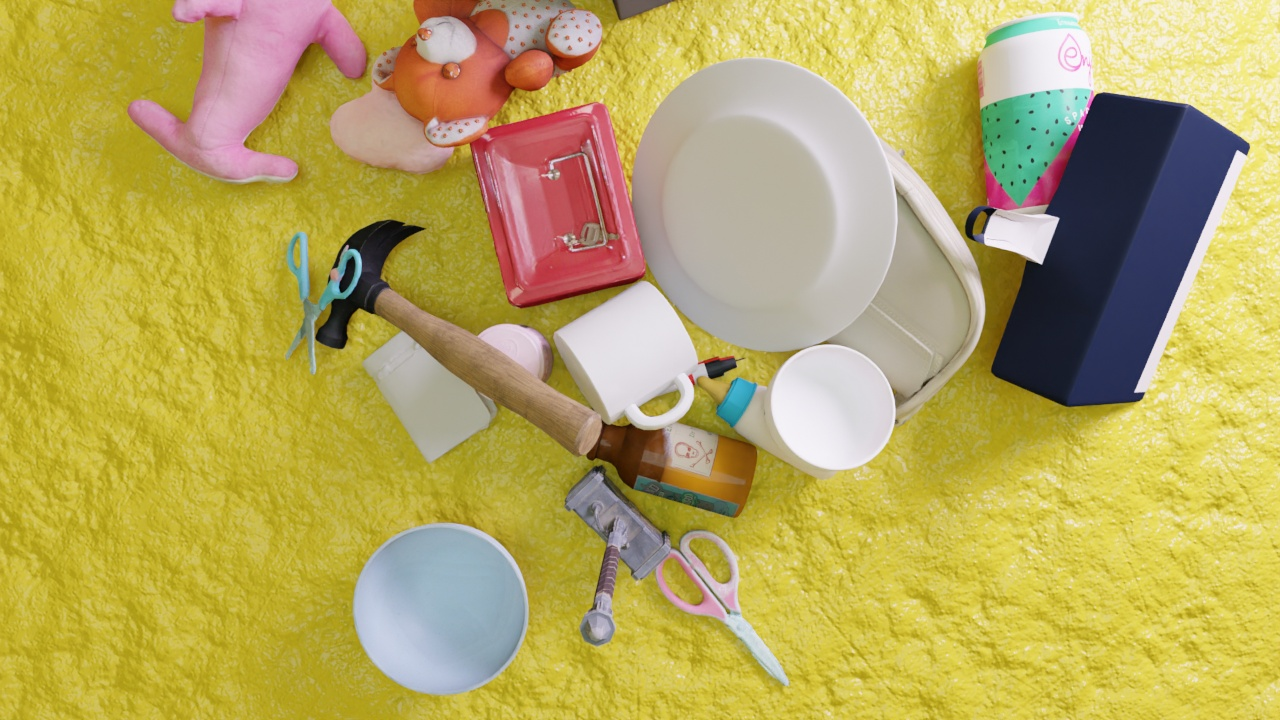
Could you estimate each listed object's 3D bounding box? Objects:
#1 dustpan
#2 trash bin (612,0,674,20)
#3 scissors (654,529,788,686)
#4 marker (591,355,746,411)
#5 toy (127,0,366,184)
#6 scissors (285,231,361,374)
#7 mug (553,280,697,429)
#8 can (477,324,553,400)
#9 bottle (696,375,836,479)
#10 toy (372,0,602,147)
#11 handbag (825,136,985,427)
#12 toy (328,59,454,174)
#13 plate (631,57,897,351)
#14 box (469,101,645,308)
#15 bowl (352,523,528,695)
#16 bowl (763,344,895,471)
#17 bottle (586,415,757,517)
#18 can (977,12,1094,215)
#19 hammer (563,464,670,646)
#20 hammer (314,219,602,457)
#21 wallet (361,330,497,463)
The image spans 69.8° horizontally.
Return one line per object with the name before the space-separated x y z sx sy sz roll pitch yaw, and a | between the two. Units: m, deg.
dustpan | 0.360 -0.087 0.734 0.080 0.272 0.236 29 111 43
trash bin | 0.067 -0.374 0.726 0.220 0.191 0.097 -19 92 4
scissors | 0.085 0.233 0.844 0.076 0.017 0.174 -39 91 2
marker | 0.025 0.019 0.831 0.145 0.019 0.019 -17 92 2
toy | -0.337 -0.282 0.773 0.186 0.127 0.266 24 99 -4
scissors | -0.296 -0.062 0.820 0.136 0.015 0.126 -49 63 19
mug | -0.005 0.005 0.780 0.090 0.091 0.121 -32 67 -11
can | -0.113 0.001 0.805 0.067 0.076 0.067 0 93 1
bottle | 0.114 0.052 0.815 0.146 0.051 0.051 30 93 0
toy | -0.132 -0.261 0.766 0.172 0.093 0.164 -39 65 -13
handbag | 0.198 -0.082 0.801 0.229 0.131 0.184 39 118 2
toy | -0.213 -0.218 0.811 0.108 0.053 0.105 15 82 1
plate | 0.089 -0.120 0.750 0.243 0.016 0.243 15 118 31
box | -0.068 -0.131 0.793 0.129 0.086 0.158 -12 92 3
bowl | -0.170 0.211 0.819 0.150 0.074 0.150 0 93 2
bowl | 0.153 0.042 0.767 0.105 0.054 0.104 1 81 -7
bottle | 0.019 0.086 0.811 0.157 0.068 0.068 16 93 1
can | 0.336 -0.199 0.777 0.088 0.088 0.166 -5 93 2
hammer | -0.022 0.150 0.687 0.044 0.322 0.098 -44 91 3
hammer | -0.150 -0.015 0.754 0.305 0.040 0.132 30 102 29
wallet | -0.191 0.025 0.834 0.086 0.032 0.116 -30 94 13
